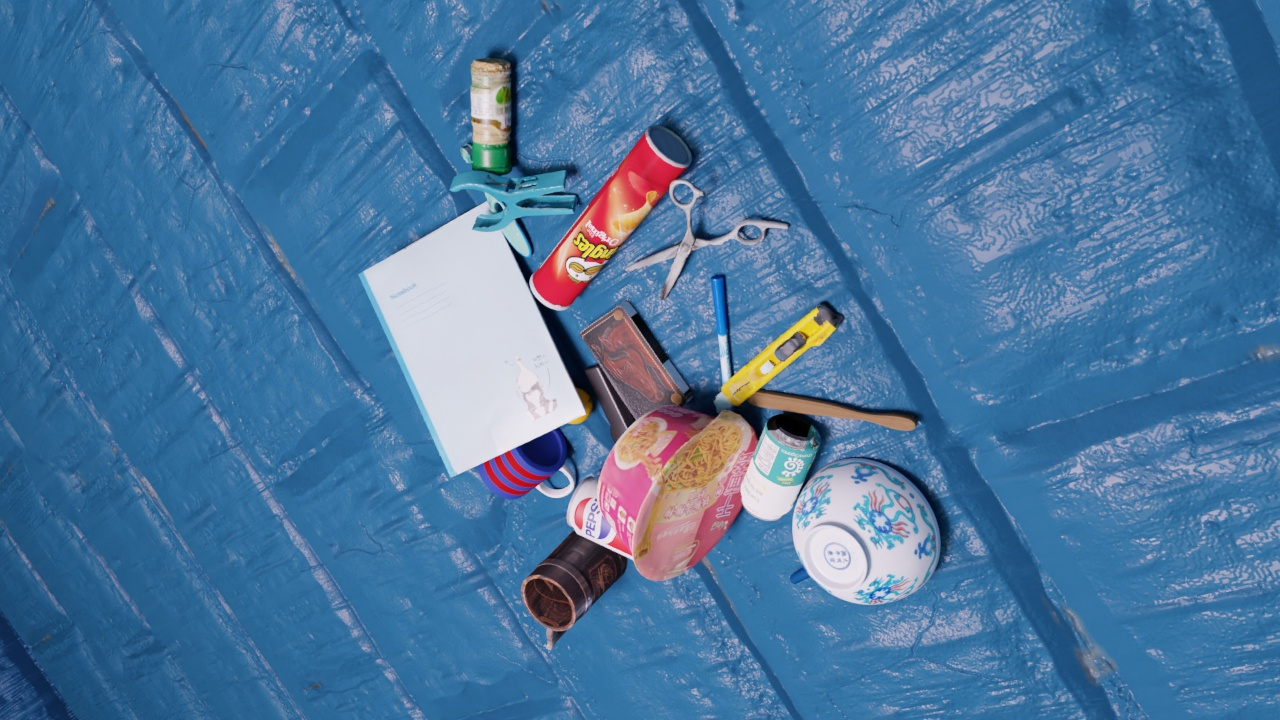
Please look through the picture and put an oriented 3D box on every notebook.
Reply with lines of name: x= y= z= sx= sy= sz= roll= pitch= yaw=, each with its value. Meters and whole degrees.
notebook: x=-0.187 y=-0.020 z=1.003 sx=0.181 sy=0.009 sz=0.253 roll=-26 pitch=88 yaw=17

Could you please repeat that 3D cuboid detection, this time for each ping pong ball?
ping pong ball: x=-0.073 y=0.050 z=1.008 sx=0.040 sy=0.040 sz=0.040 roll=14 pitch=119 yaw=26

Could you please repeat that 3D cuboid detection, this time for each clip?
clip: x=-0.128 y=-0.152 z=0.939 sx=0.130 sy=0.031 sz=0.121 roll=10 pitch=141 yaw=-1

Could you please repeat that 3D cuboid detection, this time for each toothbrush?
toothbrush: x=0.178 y=0.046 z=0.866 sx=0.167 sy=0.016 sz=0.016 roll=8 pitch=115 yaw=31
toothbrush: x=-0.152 y=-0.168 z=0.968 sx=0.022 sy=0.017 sz=0.135 roll=-26 pitch=97 yaw=30
toothbrush: x=0.210 y=0.190 z=0.914 sx=0.168 sy=0.014 sz=0.014 roll=-38 pitch=84 yaw=39

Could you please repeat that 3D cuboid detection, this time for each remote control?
remote control: x=-0.023 y=0.068 z=1.001 sx=0.032 sy=0.015 sz=0.136 roll=-19 pitch=102 yaw=37

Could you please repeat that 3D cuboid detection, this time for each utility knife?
utility knife: x=0.126 y=0.002 z=0.872 sx=0.030 sy=0.017 sz=0.165 roll=51 pitch=126 yaw=7

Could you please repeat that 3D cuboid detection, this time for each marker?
marker: x=0.081 y=-0.014 z=0.898 sx=0.013 sy=0.013 sz=0.142 roll=5 pitch=115 yaw=30

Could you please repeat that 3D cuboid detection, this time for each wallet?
wallet: x=-0.006 y=0.006 z=0.957 sx=0.072 sy=0.019 sz=0.123 roll=-32 pitch=93 yaw=34

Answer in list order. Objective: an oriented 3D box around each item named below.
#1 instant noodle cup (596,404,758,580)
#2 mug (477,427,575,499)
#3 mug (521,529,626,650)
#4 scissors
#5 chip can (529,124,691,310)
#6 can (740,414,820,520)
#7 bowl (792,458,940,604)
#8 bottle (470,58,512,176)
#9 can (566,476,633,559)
instant noodle cup: x=0.031 y=0.120 z=0.906 sx=0.078 sy=0.178 sz=0.179 roll=31 pitch=127 yaw=36
mug: x=-0.122 y=0.120 z=1.060 sx=0.112 sy=0.074 sz=0.076 roll=35 pitch=131 yaw=-20
mug: x=-0.078 y=0.266 z=1.072 sx=0.080 sy=0.107 sz=0.116 roll=18 pitch=121 yaw=24
scissors: x=0.058 y=-0.106 z=0.861 sx=0.162 sy=0.014 sz=0.142 roll=9 pitch=134 yaw=14
chip can: x=-0.033 y=-0.133 z=0.888 sx=0.052 sy=0.051 sz=0.215 roll=48 pitch=128 yaw=4
can: x=0.135 y=0.104 z=0.894 sx=0.055 sy=0.054 sz=0.102 roll=28 pitch=124 yaw=18
bowl: x=0.197 y=0.171 z=0.859 sx=0.144 sy=0.074 sz=0.144 roll=13 pitch=111 yaw=35
bottle: x=-0.148 y=-0.242 z=0.915 sx=0.043 sy=0.043 sz=0.111 roll=17 pitch=119 yaw=25
can: x=-0.009 y=0.180 z=1.011 sx=0.132 sy=0.070 sz=0.070 roll=20 pitch=121 yaw=23
